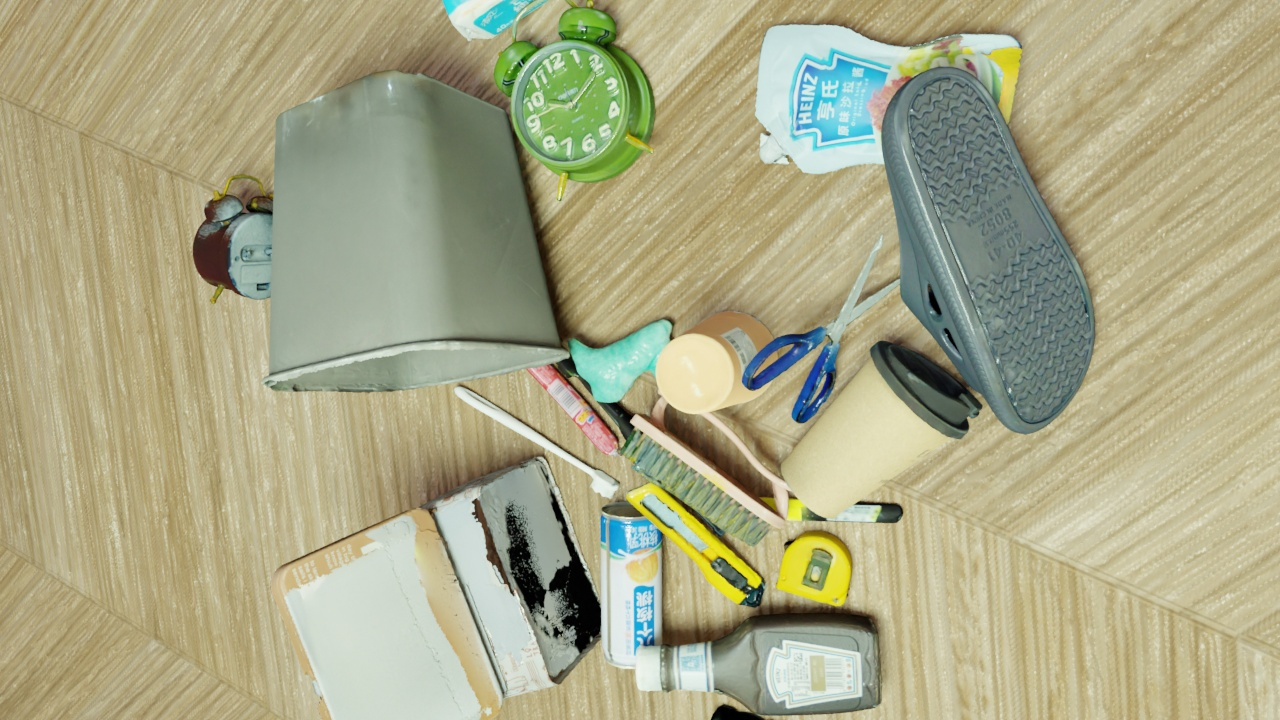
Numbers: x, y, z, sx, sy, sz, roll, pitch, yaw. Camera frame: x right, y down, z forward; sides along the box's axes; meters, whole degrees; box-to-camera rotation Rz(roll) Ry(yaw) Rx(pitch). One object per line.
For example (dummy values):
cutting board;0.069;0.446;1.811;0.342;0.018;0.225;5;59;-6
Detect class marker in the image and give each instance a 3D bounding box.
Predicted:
marker;0.151;0.123;0.753;0.124;0.015;0.018;0;91;16

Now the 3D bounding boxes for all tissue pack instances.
tissue pack;-0.113;-0.340;0.763;0.140;0.063;0.090;-25;88;20

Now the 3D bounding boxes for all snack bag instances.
snack bag;0.180;-0.194;0.694;0.191;0.038;0.110;10;111;19

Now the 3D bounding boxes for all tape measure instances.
tape measure;0.089;0.338;0.789;0.066;0.033;0.066;9;99;20
tape measure;0.144;0.170;0.752;0.060;0.028;0.057;14;100;17

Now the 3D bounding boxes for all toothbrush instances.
toothbrush;-0.097;0.072;0.832;0.180;0.016;0.016;31;111;13
toothbrush;0.001;0.068;0.793;0.212;0.026;0.027;44;151;11

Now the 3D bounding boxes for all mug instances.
mug;0.058;0.004;0.713;0.078;0.122;0.078;2;97;18

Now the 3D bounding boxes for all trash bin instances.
trash bin;-0.190;-0.093;0.748;0.199;0.198;0.219;-12;83;28

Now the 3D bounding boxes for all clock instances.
clock;-0.376;-0.115;0.872;0.055;0.081;0.122;12;102;24
clock;-0.057;-0.224;0.761;0.116;0.056;0.161;-24;88;19

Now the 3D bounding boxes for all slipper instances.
slipper;0.239;-0.077;0.664;0.110;0.083;0.268;-30;102;-16

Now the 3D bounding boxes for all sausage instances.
sausage;-0.070;0.028;0.815;0.156;0.020;0.020;47;108;9

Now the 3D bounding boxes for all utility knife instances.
utility knife;0.048;0.156;0.766;0.154;0.015;0.033;43;93;-11

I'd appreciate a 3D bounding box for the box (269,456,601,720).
box;-0.144;0.197;0.737;0.107;0.271;0.178;-22;89;34

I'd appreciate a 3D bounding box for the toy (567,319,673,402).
toy;-0.005;0.005;0.778;0.092;0.030;0.096;-30;84;7

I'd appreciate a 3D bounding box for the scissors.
scissors;0.140;-0.016;0.693;0.012;0.162;0.176;44;138;35

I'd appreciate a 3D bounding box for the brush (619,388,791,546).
brush;0.057;0.086;0.739;0.145;0.063;0.073;35;90;8

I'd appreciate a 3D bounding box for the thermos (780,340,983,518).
thermos;0.178;0.054;0.699;0.093;0.092;0.143;45;115;9

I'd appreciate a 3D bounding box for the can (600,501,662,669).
can;-0.008;0.193;0.795;0.053;0.053;0.134;2;97;19

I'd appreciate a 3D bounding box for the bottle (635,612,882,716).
bottle;0.094;0.248;0.748;0.195;0.044;0.080;-4;94;6
